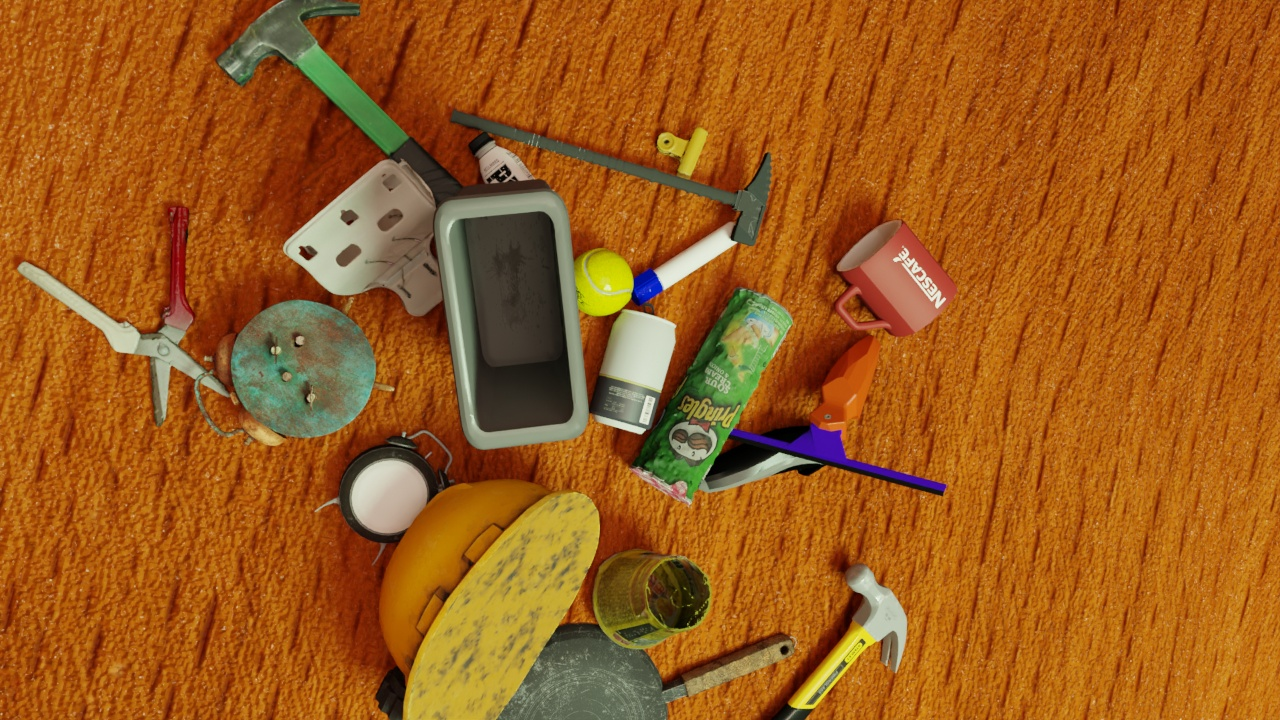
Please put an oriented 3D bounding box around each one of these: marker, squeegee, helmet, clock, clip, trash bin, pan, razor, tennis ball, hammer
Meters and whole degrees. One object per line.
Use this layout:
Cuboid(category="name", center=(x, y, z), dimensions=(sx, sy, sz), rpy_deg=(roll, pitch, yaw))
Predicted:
Cuboid(category="marker", center=(0.046, -0.102, 0.947), dimensions=(0.133, 0.023, 0.027), rpy_deg=(-34, 142, -14))
Cuboid(category="squeegee", center=(0.213, 0.034, 0.957), dimensions=(0.184, 0.250, 0.055), rpy_deg=(-52, 144, -40))
Cuboid(category="helmet", center=(-0.159, 0.202, 0.829), dimensions=(0.131, 0.205, 0.255), rpy_deg=(30, 96, 28))
Cuboid(category="clock", center=(-0.231, 0.121, 0.858), dimensions=(0.122, 0.044, 0.091), rpy_deg=(-45, 102, -11))
Cuboid(category="clip", center=(-0.235, -0.111, 0.839), dimensions=(0.127, 0.110, 0.150), rpy_deg=(-37, 146, 5))
Cuboid(category="trash bin", center=(-0.107, -0.053, 0.779), dimensions=(0.097, 0.219, 0.192), rpy_deg=(-6, 105, -6))
Cuboid(category="clock", center=(-0.314, 0.014, 0.817), dimensions=(0.157, 0.073, 0.121), rpy_deg=(-24, 98, -14))
Cuboid(category="pan", center=(0.007, 0.349, 0.939), dimensions=(0.356, 0.040, 0.207), rpy_deg=(-15, 95, -15))
Cuboid(category="razor", center=(0.130, 0.104, 0.965), dimensions=(0.156, 0.057, 0.060), rpy_deg=(-9, 125, -17))
Cuboid(category="clip", center=(0.043, -0.217, 0.945), dimensions=(0.048, 0.046, 0.054), rpy_deg=(27, 84, -41))
Cuboid(category="tennis ball", center=(-0.040, -0.077, 0.902), dimensions=(0.065, 0.065, 0.065), rpy_deg=(0, 91, -17))
Cuboid(category="hammer", center=(-0.227, -0.202, 0.863), dimensions=(0.319, 0.032, 0.130), rpy_deg=(45, 78, -13))
Cuboid(category="hammer", center=(0.168, 0.374, 0.985), dimensions=(0.323, 0.029, 0.127), rpy_deg=(-47, 114, -7))
Cuboid(category="hammer", center=(-0.025, -0.203, 0.913), dimensions=(0.325, 0.015, 0.095), rpy_deg=(15, 95, -10))

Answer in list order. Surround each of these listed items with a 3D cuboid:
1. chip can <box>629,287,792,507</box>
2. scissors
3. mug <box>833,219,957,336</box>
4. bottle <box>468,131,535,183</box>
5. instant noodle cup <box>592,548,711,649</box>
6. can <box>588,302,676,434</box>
Cuboid(category="chip can", center=(0.075, 0.032, 0.929), dimensions=(0.075, 0.075, 0.223), rpy_deg=(33, 79, -15))
Cuboid(category="scissors", center=(-0.448, -0.043, 0.806), dimensions=(0.179, 0.015, 0.199), rpy_deg=(8, 89, -18))
Cuboid(category="mug", center=(0.264, -0.077, 0.987), dimensions=(0.116, 0.080, 0.096), rpy_deg=(-44, 102, -5))
Cuboid(category="bottle", center=(-0.122, -0.168, 0.888), dimensions=(0.041, 0.041, 0.116), rpy_deg=(-41, 101, -12))
Cuboid(category="instant noodle cup", center=(0.015, 0.228, 0.890), dimensions=(0.102, 0.108, 0.102), rpy_deg=(7, 72, -21))
Cuboid(category="can", center=(-0.005, 0.005, 0.914), dimensions=(0.064, 0.064, 0.127), rpy_deg=(17, 86, -16))
